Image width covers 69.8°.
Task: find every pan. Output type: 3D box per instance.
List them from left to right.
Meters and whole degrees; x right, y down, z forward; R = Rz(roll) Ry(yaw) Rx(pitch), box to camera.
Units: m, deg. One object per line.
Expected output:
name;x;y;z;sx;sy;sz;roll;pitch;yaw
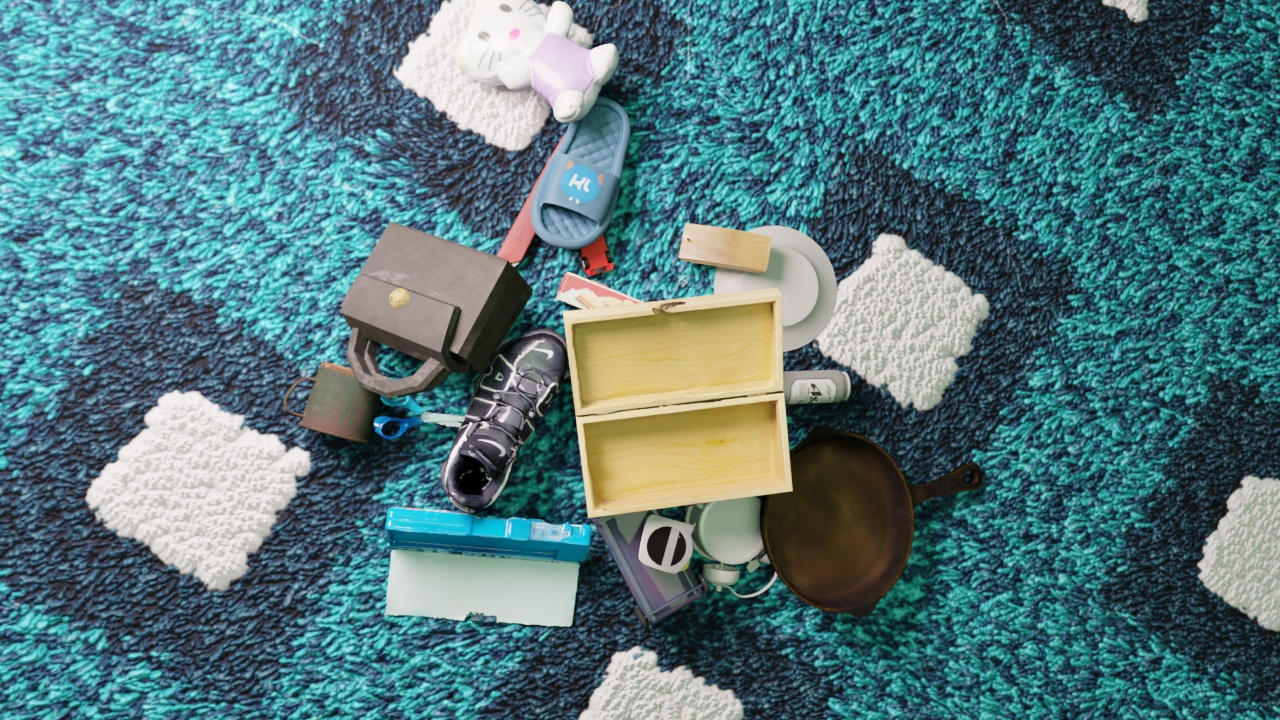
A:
pan;0.306;0.193;1.213;0.355;0.043;0.248;-13;88;-24

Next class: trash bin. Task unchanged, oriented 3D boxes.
trash bin;0.005;0.240;1.159;0.093;0.092;0.161;-27;90;-9

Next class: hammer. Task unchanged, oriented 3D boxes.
hammer;-0.160;-0.156;1.189;0.126;0.036;0.315;27;83;-4

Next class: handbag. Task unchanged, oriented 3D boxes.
handbag;-0.267;-0.051;1.084;0.197;0.102;0.199;19;75;24

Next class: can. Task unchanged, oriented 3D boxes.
can;0.223;0.036;1.227;0.106;0.044;0.044;-2;87;-8

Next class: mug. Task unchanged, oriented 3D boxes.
mug;-0.372;0.047;1.113;0.111;0.085;0.081;21;82;-31

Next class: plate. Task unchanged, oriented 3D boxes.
plate;0.187;-0.099;1.241;0.172;0.019;0.172;0;87;-8

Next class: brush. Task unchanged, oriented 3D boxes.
brush;0.112;-0.146;1.212;0.117;0.039;0.049;10;82;8

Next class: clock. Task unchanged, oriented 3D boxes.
clock;0.122;0.231;1.197;0.119;0.061;0.159;-26;95;-12

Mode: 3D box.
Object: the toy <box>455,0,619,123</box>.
toy;-0.132;-0.387;1.160;0.209;0.085;0.137;33;86;15

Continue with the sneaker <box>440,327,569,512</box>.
sneaker;-0.168;0.077;1.096;0.097;0.150;0.252;28;96;-9

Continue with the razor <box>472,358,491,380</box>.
razor;-0.180;-0.044;1.133;0.018;0.044;0.140;18;68;-16

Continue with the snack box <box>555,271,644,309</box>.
snack box;0.025;-0.050;1.186;0.273;0.076;0.044;21;94;-6

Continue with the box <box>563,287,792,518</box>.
box;0.047;0.051;1.074;0.247;0.076;0.257;-7;112;-5

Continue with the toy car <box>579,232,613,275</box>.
toy car;-0.066;-0.158;1.205;0.038;0.025;0.089;-17;91;-12

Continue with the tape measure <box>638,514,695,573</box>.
tape measure;0.033;0.222;1.112;0.064;0.017;0.065;16;81;-3

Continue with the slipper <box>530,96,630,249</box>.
slipper;-0.066;-0.239;1.167;0.103;0.059;0.213;24;77;-17

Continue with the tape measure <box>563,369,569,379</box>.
tape measure;-0.130;0.007;1.188;0.062;0.020;0.060;-28;91;-8

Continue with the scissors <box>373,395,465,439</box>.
scissors;-0.268;0.076;1.147;0.134;0.016;0.073;18;77;-36

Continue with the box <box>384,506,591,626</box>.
box;-0.193;0.247;1.153;0.243;0.075;0.167;7;121;-8
